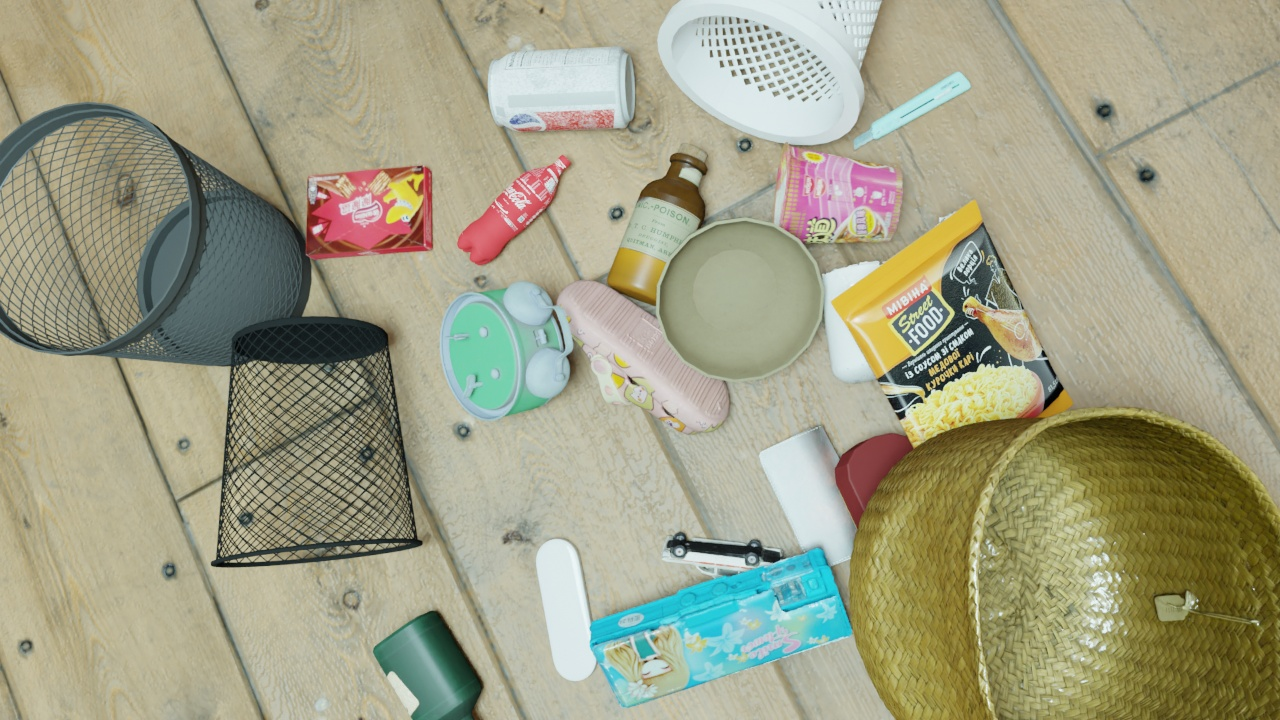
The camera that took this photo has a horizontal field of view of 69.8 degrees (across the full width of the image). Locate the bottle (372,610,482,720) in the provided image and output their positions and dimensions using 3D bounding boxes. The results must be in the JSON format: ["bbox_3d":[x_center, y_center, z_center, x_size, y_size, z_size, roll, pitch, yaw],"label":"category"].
[{"bbox_3d":[-0.193,0.313,0.879,0.061,0.061,0.131,-36,80,5],"label":"bottle"}]

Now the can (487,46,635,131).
[{"bbox_3d":[-0.077,-0.271,0.920,0.136,0.078,0.078,0,83,9],"label":"can"}]

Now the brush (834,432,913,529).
[{"bbox_3d":[0.237,0.153,0.829,0.082,0.042,0.173,-20,80,-23],"label":"brush"}]

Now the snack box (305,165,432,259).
[{"bbox_3d":[-0.286,-0.156,0.968,0.133,0.021,0.089,-4,82,8],"label":"snack box"}]

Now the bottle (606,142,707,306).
[{"bbox_3d":[0.025,-0.135,0.894,0.068,0.068,0.157,21,87,10],"label":"bottle"}]

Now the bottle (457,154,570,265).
[{"bbox_3d":[-0.126,-0.155,0.932,0.141,0.042,0.042,-44,79,2],"label":"bottle"}]

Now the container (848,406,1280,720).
[{"bbox_3d":[0.323,0.188,0.710,0.306,0.197,0.306,2,84,-17],"label":"container"}]

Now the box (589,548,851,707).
[{"bbox_3d":[0.073,0.247,0.837,0.227,0.041,0.094,-20,118,6],"label":"box"}]

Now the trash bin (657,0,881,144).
[{"bbox_3d":[0.146,-0.341,0.850,0.195,0.195,0.199,23,78,11],"label":"trash bin"}]

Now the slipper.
[{"bbox_3d":[-0.005,0.005,0.882,0.197,0.093,0.082,40,127,2],"label":"slipper"}]

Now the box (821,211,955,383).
[{"bbox_3d":[0.237,-0.058,0.845,0.142,0.083,0.140,-12,80,19],"label":"box"}]

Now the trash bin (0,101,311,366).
[{"bbox_3d":[-0.461,-0.100,0.884,0.218,0.227,0.217,-1,83,9],"label":"trash bin"}]

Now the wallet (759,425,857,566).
[{"bbox_3d":[0.168,0.129,0.865,0.072,0.019,0.123,-26,80,5],"label":"wallet"}]

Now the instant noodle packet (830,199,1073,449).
[{"bbox_3d":[0.279,-0.004,0.806,0.159,0.032,0.221,-35,106,-9],"label":"instant noodle packet"}]

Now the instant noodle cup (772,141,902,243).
[{"bbox_3d":[0.184,-0.151,0.863,0.108,0.098,0.097,5,84,2],"label":"instant noodle cup"}]

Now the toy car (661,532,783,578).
[{"bbox_3d":[0.077,0.190,0.865,0.113,0.039,0.039,4,104,9],"label":"toy car"}]

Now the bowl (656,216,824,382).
[{"bbox_3d":[0.090,-0.060,0.850,0.152,0.050,0.152,0,107,0],"label":"bowl"}]

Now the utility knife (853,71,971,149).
[{"bbox_3d":[0.262,-0.243,0.897,0.126,0.015,0.022,-30,111,6],"label":"utility knife"}]

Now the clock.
[{"bbox_3d":[-0.123,-0.011,0.861,0.162,0.075,0.122,-17,88,45],"label":"clock"}]

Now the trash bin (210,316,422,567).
[{"bbox_3d":[-0.308,0.079,0.872,0.184,0.184,0.210,-9,76,8],"label":"trash bin"}]

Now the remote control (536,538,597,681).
[{"bbox_3d":[-0.072,0.241,0.893,0.043,0.013,0.136,-13,82,7],"label":"remote control"}]
